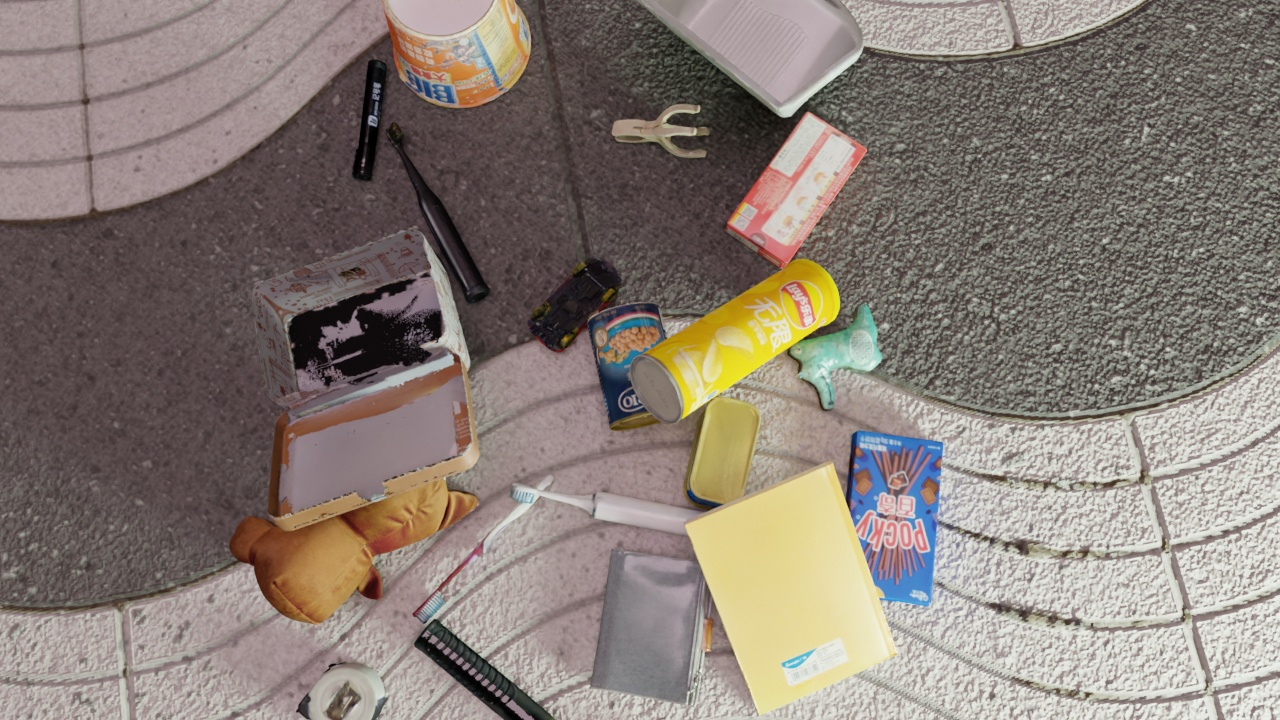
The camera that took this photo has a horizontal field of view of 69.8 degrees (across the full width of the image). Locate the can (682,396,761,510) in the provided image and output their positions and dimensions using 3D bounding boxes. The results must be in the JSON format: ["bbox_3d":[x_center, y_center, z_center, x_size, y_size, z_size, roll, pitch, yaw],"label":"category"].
[{"bbox_3d":[0.077,0.089,0.864,0.057,0.083,0.102,13,79,3],"label":"can"}]

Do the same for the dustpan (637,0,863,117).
[{"bbox_3d":[0.115,-0.349,0.901,0.222,0.257,0.143,41,105,8],"label":"dustpan"}]

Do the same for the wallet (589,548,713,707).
[{"bbox_3d":[0.015,0.248,0.857,0.107,0.037,0.129,6,77,13],"label":"wallet"}]

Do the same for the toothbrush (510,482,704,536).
[{"bbox_3d":[-0.015,0.143,0.877,0.221,0.026,0.026,11,92,0],"label":"toothbrush"}]

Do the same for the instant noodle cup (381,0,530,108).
[{"bbox_3d":[-0.194,-0.354,0.945,0.151,0.111,0.151,0,78,1],"label":"instant noodle cup"}]

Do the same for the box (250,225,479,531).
[{"bbox_3d":[-0.245,0.020,0.825,0.178,0.103,0.260,-20,63,-1],"label":"box"}]

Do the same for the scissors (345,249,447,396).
[{"bbox_3d":[-0.270,-0.039,0.928,0.129,0.019,0.185,17,78,4],"label":"scissors"}]

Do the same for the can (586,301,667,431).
[{"bbox_3d":[-0.005,0.005,0.887,0.075,0.075,0.111,-13,78,-2],"label":"can"}]

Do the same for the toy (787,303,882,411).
[{"bbox_3d":[0.194,-0.001,0.910,0.092,0.030,0.096,-13,86,3],"label":"toy"}]

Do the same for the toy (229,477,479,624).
[{"bbox_3d":[-0.261,0.148,0.850,0.199,0.140,0.130,-37,39,-8],"label":"toy"}]

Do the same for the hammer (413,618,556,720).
[{"bbox_3d":[-0.084,0.344,0.841,0.301,0.033,0.128,37,80,8],"label":"hammer"}]

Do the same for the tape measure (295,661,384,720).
[{"bbox_3d":[-0.273,0.314,0.849,0.066,0.033,0.066,34,81,6],"label":"tape measure"}]

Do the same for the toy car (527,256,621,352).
[{"bbox_3d":[-0.064,-0.057,0.922,0.049,0.031,0.106,41,83,7],"label":"toy car"}]

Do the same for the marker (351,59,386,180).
[{"bbox_3d":[-0.287,-0.255,0.973,0.022,0.020,0.132,-2,78,30],"label":"marker"}]

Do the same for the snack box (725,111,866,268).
[{"bbox_3d":[0.160,-0.176,0.947,0.075,0.025,0.152,35,81,6],"label":"snack box"}]

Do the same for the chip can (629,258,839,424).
[{"bbox_3d":[0.091,-0.022,0.854,0.212,0.072,0.072,-30,79,-29],"label":"chip can"}]

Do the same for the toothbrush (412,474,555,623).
[{"bbox_3d":[-0.148,0.180,0.884,0.017,0.016,0.187,44,82,1],"label":"toothbrush"}]

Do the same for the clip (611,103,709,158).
[{"bbox_3d":[0.025,-0.241,0.944,0.101,0.096,0.035,13,78,-8],"label":"clip"}]

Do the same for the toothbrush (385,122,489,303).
[{"bbox_3d":[-0.213,-0.156,0.947,0.026,0.027,0.212,-19,76,-41],"label":"toothbrush"}]

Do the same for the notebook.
[{"bbox_3d":[0.139,0.209,0.833,0.146,0.010,0.206,-22,103,-4],"label":"notebook"}]

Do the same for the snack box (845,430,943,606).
[{"bbox_3d":[0.239,0.150,0.878,0.084,0.026,0.157,8,79,2],"label":"snack box"}]
